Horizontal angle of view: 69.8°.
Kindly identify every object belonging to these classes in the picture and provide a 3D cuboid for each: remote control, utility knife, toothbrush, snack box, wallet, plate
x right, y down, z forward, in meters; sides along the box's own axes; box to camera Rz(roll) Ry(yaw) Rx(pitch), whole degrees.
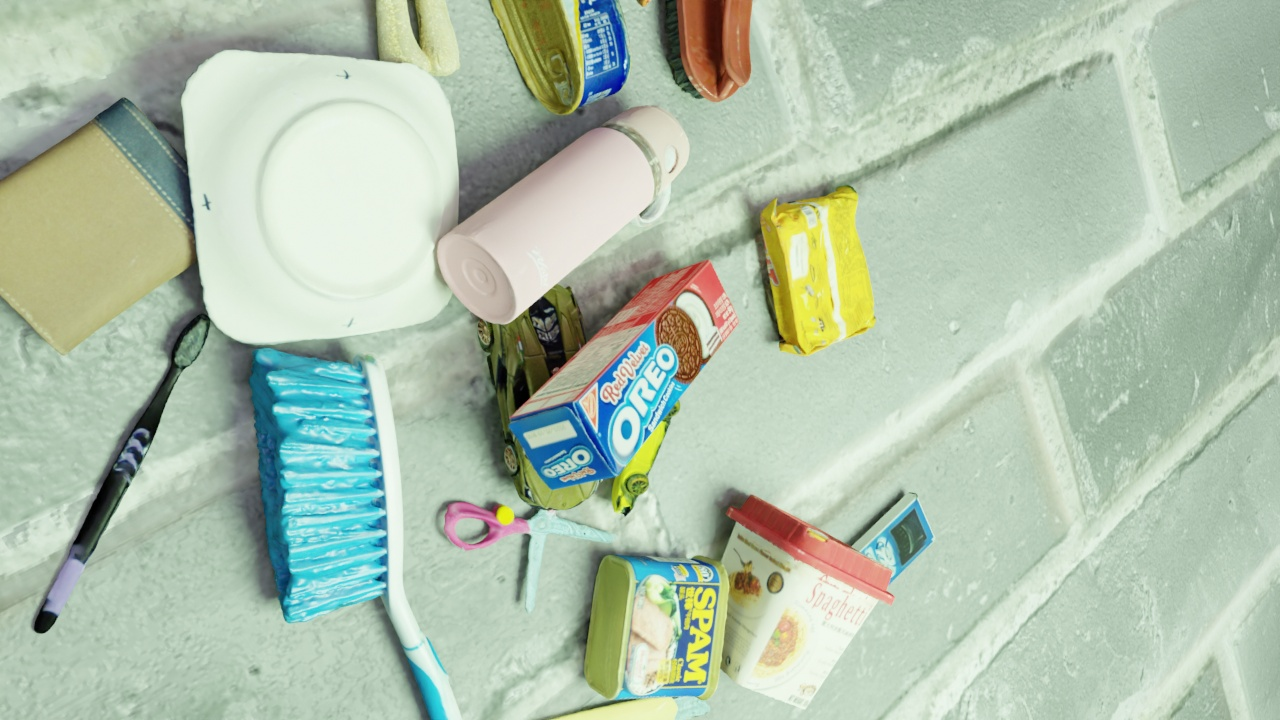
[{"bbox_3d":[0.212,0.171,0.810,0.124,0.024,0.049,-34,108,-26],"label":"remote control"},{"bbox_3d":[-0.023,0.266,0.665,0.183,0.019,0.031,0,95,-26],"label":"utility knife"},{"bbox_3d":[-0.281,0.059,0.501,0.014,0.017,0.188,29,77,-29],"label":"toothbrush"},{"bbox_3d":[-0.004,0.004,0.607,0.057,0.058,0.206,63,37,-16],"label":"snack box"},{"bbox_3d":[-0.288,-0.071,0.486,0.115,0.033,0.090,-45,110,-23],"label":"wallet"},{"bbox_3d":[-0.170,-0.092,0.531,0.163,0.034,0.164,-13,109,-41],"label":"plate"}]

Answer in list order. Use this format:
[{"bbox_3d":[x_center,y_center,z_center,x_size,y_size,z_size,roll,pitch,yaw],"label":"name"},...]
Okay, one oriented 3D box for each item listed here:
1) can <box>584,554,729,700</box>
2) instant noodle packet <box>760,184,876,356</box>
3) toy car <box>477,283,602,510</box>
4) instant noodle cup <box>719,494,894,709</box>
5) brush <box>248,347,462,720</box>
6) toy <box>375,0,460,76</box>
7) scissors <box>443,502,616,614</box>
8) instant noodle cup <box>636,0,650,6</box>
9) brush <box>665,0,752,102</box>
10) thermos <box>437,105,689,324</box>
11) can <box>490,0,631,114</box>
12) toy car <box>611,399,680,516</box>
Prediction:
[{"bbox_3d":[0.011,0.192,0.665,0.083,0.057,0.102,9,85,-30],"label":"can"},{"bbox_3d":[0.144,-0.076,0.752,0.110,0.044,0.128,-20,105,-37],"label":"instant noodle packet"},{"bbox_3d":[-0.061,0.022,0.616,0.070,0.042,0.158,-11,88,-32],"label":"toy car"},{"bbox_3d":[0.110,0.185,0.700,0.116,0.117,0.124,29,87,-30],"label":"instant noodle cup"},{"bbox_3d":[-0.163,0.144,0.558,0.109,0.061,0.314,-8,98,-36],"label":"brush"},{"bbox_3d":[-0.141,-0.250,0.557,0.105,0.066,0.157,-12,113,-25],"label":"toy"},{"bbox_3d":[-0.071,0.107,0.634,0.133,0.017,0.134,18,78,-31],"label":"scissors"},{"bbox_3d":[0.012,-0.312,0.607,0.099,0.111,0.111,-32,110,5],"label":"instant noodle cup"},{"bbox_3d":[0.055,-0.266,0.677,0.063,0.069,0.146,-5,93,-31],"label":"brush"},{"bbox_3d":[-0.041,-0.097,0.612,0.198,0.067,0.087,-45,140,-37],"label":"thermos"},{"bbox_3d":[-0.058,-0.241,0.604,0.049,0.075,0.148,-31,107,-32],"label":"can"},{"bbox_3d":[0.000,0.060,0.663,0.032,0.048,0.105,21,78,-2],"label":"toy car"}]
